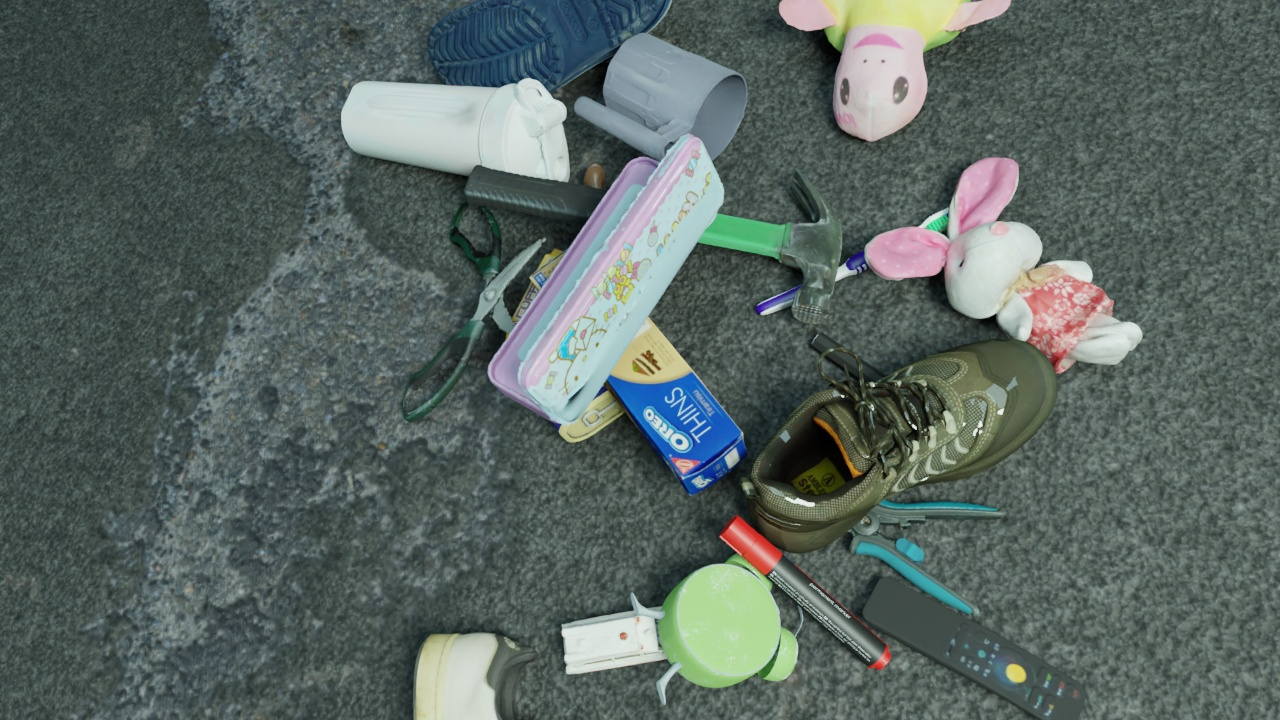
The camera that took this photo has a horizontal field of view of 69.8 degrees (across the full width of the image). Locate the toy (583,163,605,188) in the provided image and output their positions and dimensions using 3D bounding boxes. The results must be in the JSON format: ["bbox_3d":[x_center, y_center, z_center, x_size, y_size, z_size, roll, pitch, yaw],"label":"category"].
[{"bbox_3d":[-0.016,-0.126,0.812,0.054,0.042,0.101,-7,60,-8],"label":"toy"}]

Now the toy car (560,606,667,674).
[{"bbox_3d":[-0.005,0.205,0.682,0.113,0.039,0.039,-12,67,9],"label":"toy car"}]

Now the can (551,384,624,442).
[{"bbox_3d":[-0.041,0.000,0.762,0.116,0.056,0.092,-35,67,-2],"label":"can"}]

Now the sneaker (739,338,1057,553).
[{"bbox_3d":[0.165,0.038,0.628,0.238,0.143,0.101,-32,58,7],"label":"sneaker"}]

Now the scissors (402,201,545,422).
[{"bbox_3d":[-0.160,-0.054,0.816,0.202,0.015,0.201,-45,45,15],"label":"scissors"}]

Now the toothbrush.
[{"bbox_3d":[0.182,-0.081,0.763,0.187,0.015,0.016,-27,70,3],"label":"toothbrush"}]

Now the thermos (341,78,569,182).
[{"bbox_3d":[-0.173,-0.217,0.859,0.221,0.099,0.099,13,72,22],"label":"thermos"}]

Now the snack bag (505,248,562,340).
[{"bbox_3d":[-0.089,-0.056,0.815,0.026,0.020,0.099,21,75,21],"label":"snack bag"}]

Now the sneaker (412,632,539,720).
[{"bbox_3d":[-0.103,0.311,0.647,0.102,0.089,0.241,-8,63,2],"label":"sneaker"}]

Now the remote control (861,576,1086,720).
[{"bbox_3d":[0.228,0.203,0.636,0.152,0.020,0.041,27,53,21],"label":"remote control"}]

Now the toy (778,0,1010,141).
[{"bbox_3d":[0.217,-0.308,0.803,0.190,0.088,0.237,3,73,9],"label":"toy"}]

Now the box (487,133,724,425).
[{"bbox_3d":[-0.027,-0.063,0.639,0.089,0.092,0.214,29,77,19],"label":"box"}]

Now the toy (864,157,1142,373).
[{"bbox_3d":[0.282,-0.062,0.696,0.159,0.084,0.194,-34,64,-17],"label":"toy"}]

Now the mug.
[{"bbox_3d":[0.017,-0.226,0.812,0.104,0.084,0.123,34,55,24],"label":"mug"}]

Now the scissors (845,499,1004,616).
[{"bbox_3d":[0.198,0.126,0.675,0.124,0.019,0.155,-35,61,-6],"label":"scissors"}]

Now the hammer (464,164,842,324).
[{"bbox_3d":[0.008,-0.121,0.770,0.319,0.032,0.130,11,66,7],"label":"hammer"}]

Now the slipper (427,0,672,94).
[{"bbox_3d":[-0.080,-0.317,0.879,0.253,0.105,0.095,-15,22,23],"label":"slipper"}]

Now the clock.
[{"bbox_3d":[0.063,0.189,0.657,0.119,0.043,0.094,-9,65,-24],"label":"clock"}]

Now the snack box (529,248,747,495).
[{"bbox_3d":[-0.004,0.004,0.691,0.057,0.056,0.206,-36,67,-5],"label":"snack box"}]

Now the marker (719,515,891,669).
[{"bbox_3d":[0.118,0.166,0.656,0.145,0.023,0.021,41,105,4],"label":"marker"}]

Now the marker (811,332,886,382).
[{"bbox_3d":[0.188,0.016,0.721,0.124,0.017,0.021,38,126,24],"label":"marker"}]
